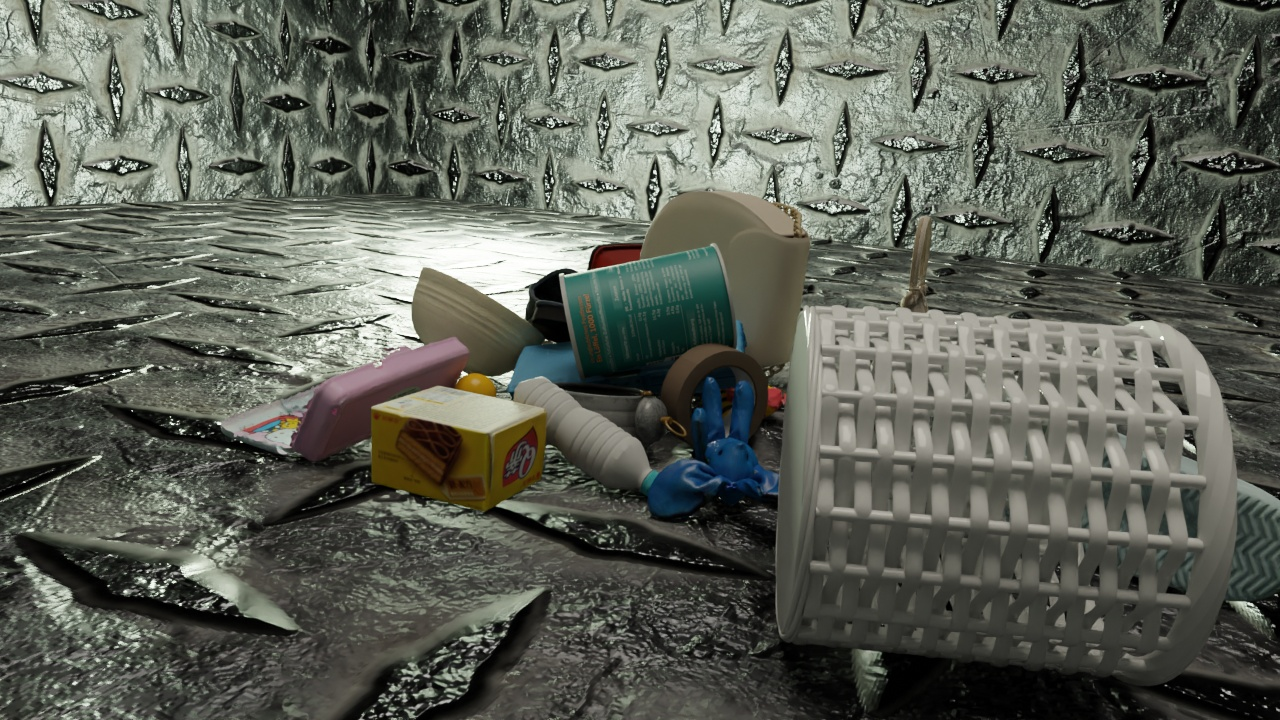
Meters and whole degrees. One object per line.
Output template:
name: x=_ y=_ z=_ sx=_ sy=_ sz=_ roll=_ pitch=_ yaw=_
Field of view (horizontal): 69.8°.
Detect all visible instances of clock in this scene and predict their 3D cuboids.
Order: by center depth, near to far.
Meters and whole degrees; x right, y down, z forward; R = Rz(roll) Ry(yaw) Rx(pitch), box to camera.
clock: x=-0.027 y=0.050 z=0.788 sx=0.148 sy=0.056 sz=0.103 roll=7 pitch=4 yaw=30

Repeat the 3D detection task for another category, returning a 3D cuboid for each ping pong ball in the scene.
ping pong ball: x=-0.156 y=0.032 z=0.861 sx=0.040 sy=0.040 sz=0.040 roll=4 pitch=14 yaw=-1

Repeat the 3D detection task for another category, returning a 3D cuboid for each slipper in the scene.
slipper: x=0.321 y=0.089 z=0.646 sx=0.246 sy=0.104 sz=0.074 roll=22 pitch=20 yaw=36
slipper: x=-0.077 y=-0.061 z=1.045 sx=0.109 sy=0.083 sz=0.266 roll=13 pitch=-7 yaw=-7

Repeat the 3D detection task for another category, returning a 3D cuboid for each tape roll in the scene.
tape roll: x=0.065 y=0.033 z=0.805 sx=0.093 sy=0.094 sz=0.030 roll=-3 pitch=16 yaw=-27

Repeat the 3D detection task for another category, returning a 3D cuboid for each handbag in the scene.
handbag: x=0.087 y=-0.088 z=1.064 sx=0.209 sy=0.211 sz=0.103 roll=19 pitch=20 yaw=40
handbag: x=0.320 y=-0.070 z=1.080 sx=0.062 sy=0.198 sz=0.175 roll=10 pitch=15 yaw=22

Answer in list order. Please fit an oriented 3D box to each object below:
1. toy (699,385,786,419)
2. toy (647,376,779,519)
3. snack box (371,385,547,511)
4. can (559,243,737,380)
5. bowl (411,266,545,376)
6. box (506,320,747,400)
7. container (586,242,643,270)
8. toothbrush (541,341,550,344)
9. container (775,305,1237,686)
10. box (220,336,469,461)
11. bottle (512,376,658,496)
toy: x=0.103 y=0.038 z=0.909 sx=0.103 sy=0.046 sz=0.084 roll=-16 pitch=37 yaw=-42
toy: x=0.063 y=0.074 z=0.701 sx=0.113 sy=0.071 sz=0.176 roll=2 pitch=24 yaw=1
snack box: x=-0.136 y=0.064 z=0.691 sx=0.106 sy=0.061 sz=0.083 roll=10 pitch=14 yaw=23
can: x=0.007 y=-0.044 z=0.840 sx=0.144 sy=0.099 sz=0.099 roll=-11 pitch=15 yaw=-1
bowl: x=-0.185 y=-0.029 z=0.984 sx=0.151 sy=0.075 sz=0.151 roll=28 pitch=-8 yaw=4
box: x=-0.007 y=-0.004 z=0.939 sx=0.232 sy=0.060 sz=0.175 roll=-7 pitch=11 yaw=8
container: x=-0.012 y=-0.105 z=1.316 sx=0.147 sy=0.127 sz=0.201 roll=-5 pitch=23 yaw=-33
toothbrush: x=-0.167 y=-0.026 z=1.157 sx=0.135 sy=0.016 sz=0.021 roll=12 pitch=16 yaw=21
container: x=0.175 y=0.067 z=0.497 sx=0.187 sy=0.189 sz=0.189 roll=4 pitch=14 yaw=6
box: x=-0.253 y=0.022 z=0.802 sx=0.101 sy=0.111 sz=0.201 roll=34 pitch=21 yaw=11
bottle: x=-0.042 y=0.061 z=0.716 sx=0.136 sy=0.044 sz=0.044 roll=32 pitch=24 yaw=22
